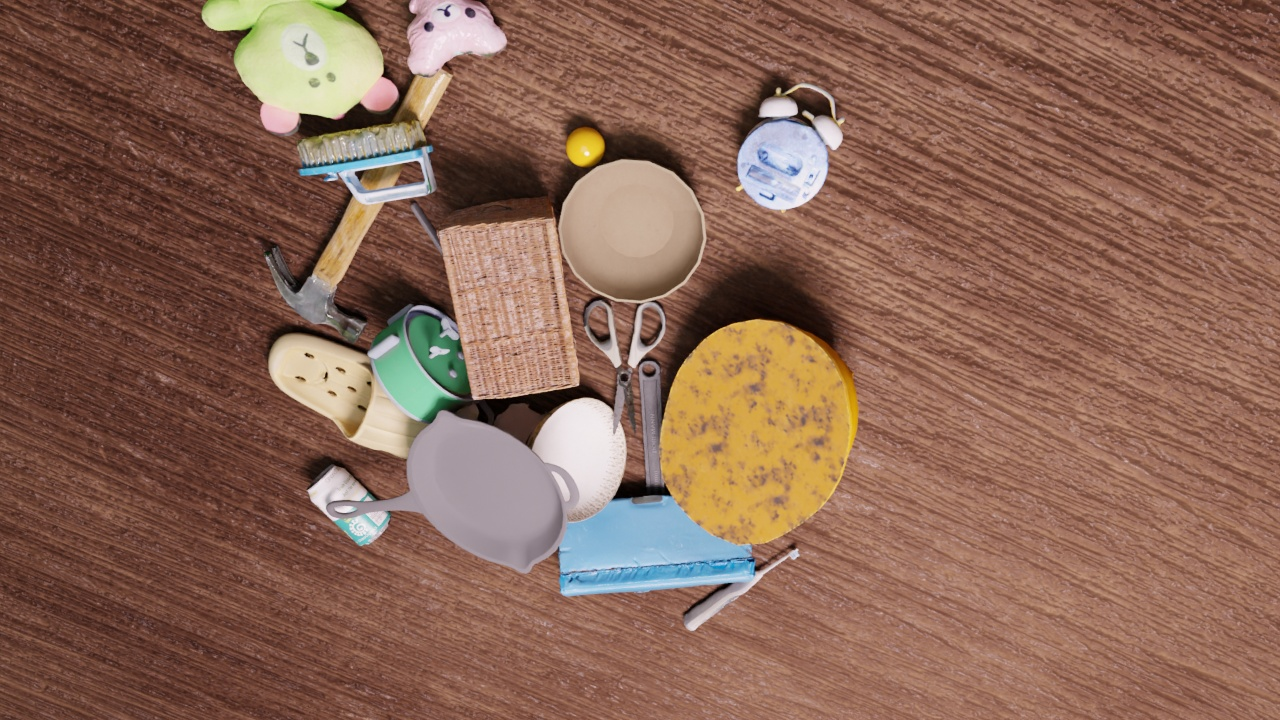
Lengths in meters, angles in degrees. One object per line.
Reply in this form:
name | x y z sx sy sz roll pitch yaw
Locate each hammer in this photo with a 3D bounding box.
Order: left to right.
hammer | -0.295 -0.177 0.990 0.132 0.033 0.331 33 113 -8

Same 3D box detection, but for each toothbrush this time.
toothbrush | -0.205 -0.103 1.022 0.013 0.012 0.167 -23 110 24
toothbrush | 0.127 0.286 1.159 0.186 0.022 0.024 -40 69 21

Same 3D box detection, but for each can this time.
can | -0.364 0.181 1.147 0.055 0.054 0.101 -36 106 20

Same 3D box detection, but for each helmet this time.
helmet | 0.146 0.064 0.993 0.205 0.131 0.256 41 123 21

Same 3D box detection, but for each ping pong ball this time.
ping pong ball | -0.056 -0.218 0.937 0.040 0.040 0.040 2 115 5

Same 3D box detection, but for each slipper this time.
slipper | -0.322 0.057 1.075 0.261 0.079 0.112 27 118 -6

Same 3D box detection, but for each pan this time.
pan | -0.219 0.150 1.028 0.355 0.024 0.216 -10 115 28

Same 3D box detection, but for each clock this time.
clock | -0.219 0.017 1.021 0.075 0.121 0.161 -33 113 20
clock | 0.148 -0.212 0.911 0.089 0.051 0.126 25 115 -5

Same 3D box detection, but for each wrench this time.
wrench | 0.016 0.125 1.101 0.073 0.018 0.273 0 113 7

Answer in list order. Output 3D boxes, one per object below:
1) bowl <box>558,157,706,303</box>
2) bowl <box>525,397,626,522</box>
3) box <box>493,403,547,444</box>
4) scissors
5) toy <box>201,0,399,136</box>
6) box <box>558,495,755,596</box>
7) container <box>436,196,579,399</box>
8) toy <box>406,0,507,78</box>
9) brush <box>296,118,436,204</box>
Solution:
bowl | -0.006 -0.140 0.962 0.152 0.050 0.152 2 115 5
bowl | -0.089 0.112 1.063 0.063 0.144 0.145 6 122 46
box | -0.175 0.130 1.098 0.084 0.136 0.147 39 137 -17
scissors | -0.025 0.002 1.043 0.150 0.012 0.165 36 109 -5
toy | -0.339 -0.327 0.893 0.150 0.107 0.197 -20 122 -10
box | 0.016 0.221 1.110 0.231 0.094 0.112 -4 74 0
container | -0.133 -0.070 0.966 0.114 0.112 0.199 -8 114 -1
toy | -0.189 -0.333 0.894 0.099 0.053 0.096 -19 96 -4
brush | -0.281 -0.197 0.932 0.136 0.055 0.075 -7 108 9
